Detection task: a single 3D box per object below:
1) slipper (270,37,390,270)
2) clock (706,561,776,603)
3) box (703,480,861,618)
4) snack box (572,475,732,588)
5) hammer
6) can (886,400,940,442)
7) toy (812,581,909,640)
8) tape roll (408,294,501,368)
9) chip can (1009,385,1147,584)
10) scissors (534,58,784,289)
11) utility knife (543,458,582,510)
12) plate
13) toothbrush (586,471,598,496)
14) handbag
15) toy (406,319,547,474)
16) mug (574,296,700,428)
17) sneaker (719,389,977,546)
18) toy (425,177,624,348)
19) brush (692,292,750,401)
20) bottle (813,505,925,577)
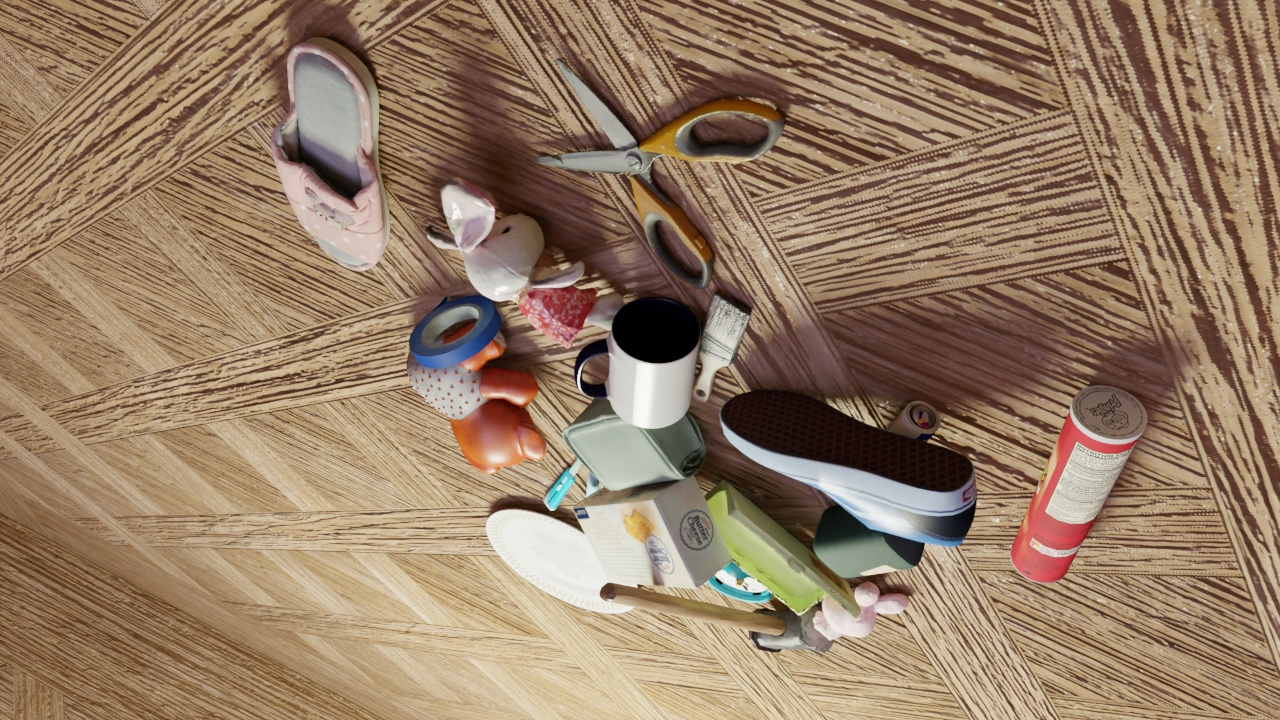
[{"bbox_3d":[-0.289,-0.174,0.856,0.114,0.054,0.275,26,143,6],"label":"slipper"},{"bbox_3d":[0.111,0.252,1.097,0.099,0.043,0.129,-17,130,45],"label":"clock"},{"bbox_3d":[0.148,0.205,0.998,0.188,0.066,0.128,40,157,-11],"label":"box"},{"bbox_3d":[0.008,0.190,1.018,0.208,0.057,0.104,-21,96,60],"label":"snack box"},{"bbox_3d":[0.087,0.289,1.044,0.328,0.052,0.098,21,153,-35],"label":"hammer"},{"bbox_3d":[0.229,0.073,0.809,0.032,0.032,0.095,26,144,5],"label":"can"},{"bbox_3d":[0.244,0.279,1.033,0.063,0.047,0.110,33,135,-16],"label":"toy"},{"bbox_3d":[-0.187,-0.030,0.925,0.093,0.091,0.016,7,138,35],"label":"tape roll"},{"bbox_3d":[0.352,0.109,0.751,0.052,0.051,0.215,16,142,19],"label":"chip can"},{"bbox_3d":[0.017,-0.142,0.716,0.226,0.016,0.230,3,136,32],"label":"scissors"},{"bbox_3d":[-0.093,0.146,1.135,0.022,0.015,0.162,55,146,17],"label":"utility knife"},{"bbox_3d":[-0.109,0.283,1.305,0.243,0.016,0.243,19,142,15],"label":"plate"},{"bbox_3d":[-0.055,0.132,1.088,0.022,0.016,0.155,12,142,2],"label":"toothbrush"},{"bbox_3d":[-0.006,0.081,0.952,0.122,0.067,0.106,-19,113,46],"label":"handbag"},{"bbox_3d":[-0.177,0.043,1.016,0.164,0.092,0.172,-17,111,42],"label":"toy"},{"bbox_3d":[-0.005,0.005,0.835,0.112,0.078,0.097,-7,142,-9],"label":"mug"},{"bbox_3d":[0.172,0.103,0.803,0.241,0.083,0.098,20,135,38],"label":"sneaker"},{"bbox_3d":[-0.104,-0.082,0.819,0.194,0.084,0.159,32,163,-8],"label":"toy"},{"bbox_3d":[0.068,-0.007,0.842,0.039,0.012,0.152,25,144,7],"label":"brush"},{"bbox_3d":[0.238,0.168,0.891,0.061,0.061,0.132,41,143,-18],"label":"bottle"}]
